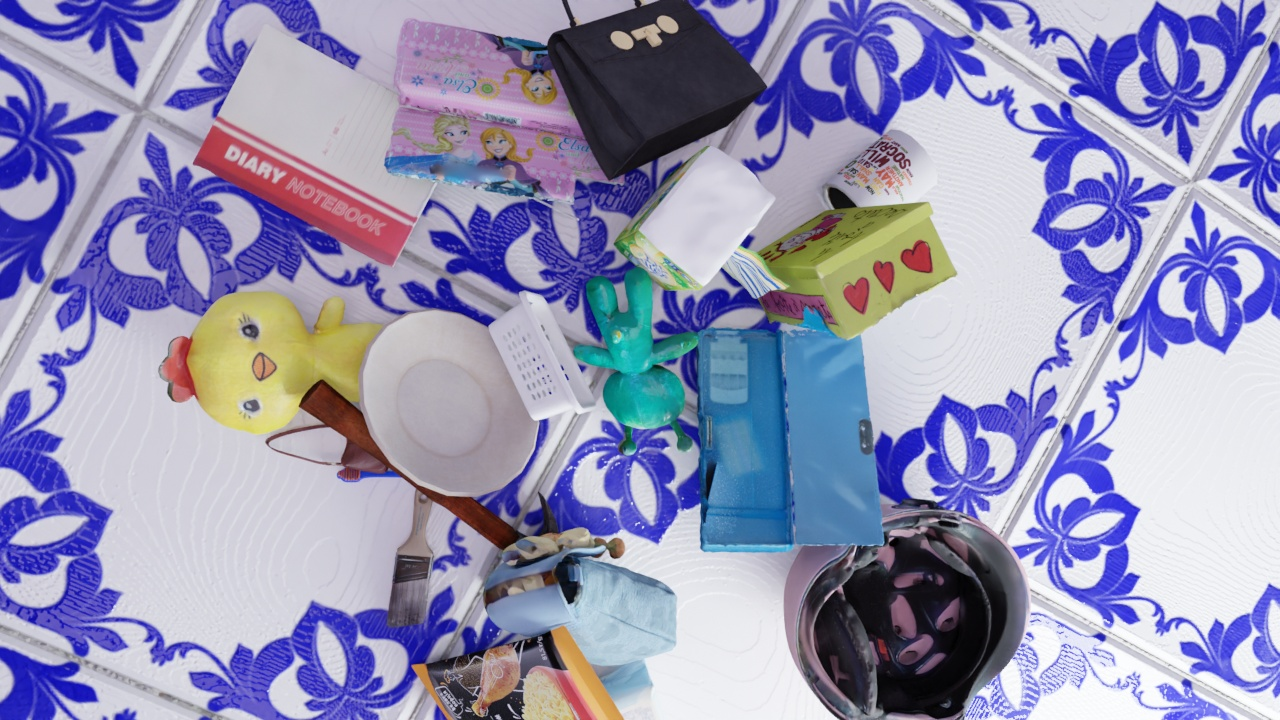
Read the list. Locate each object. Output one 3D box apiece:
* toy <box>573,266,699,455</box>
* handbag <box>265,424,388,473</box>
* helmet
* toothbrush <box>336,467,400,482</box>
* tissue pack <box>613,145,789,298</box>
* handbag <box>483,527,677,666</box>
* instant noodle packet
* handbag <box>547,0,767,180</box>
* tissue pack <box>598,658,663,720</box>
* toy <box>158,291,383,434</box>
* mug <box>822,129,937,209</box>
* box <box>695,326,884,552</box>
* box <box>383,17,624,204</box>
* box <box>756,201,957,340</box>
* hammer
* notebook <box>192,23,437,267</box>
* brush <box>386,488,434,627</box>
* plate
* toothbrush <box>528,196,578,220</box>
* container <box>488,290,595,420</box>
[{"bbox_3d":[-0.005,0.005,0.916,0.131,0.072,0.193,-8,109,17],"label":"toy"},{"bbox_3d":[-0.306,0.082,0.901,0.119,0.029,0.055,2,70,-4],"label":"handbag"},{"bbox_3d":[0.264,0.255,0.954,0.255,0.152,0.230,-14,96,-11],"label":"helmet"},{"bbox_3d":[-0.212,0.113,0.925,0.182,0.018,0.016,0,70,-10],"label":"toothbrush"},{"bbox_3d":[0.068,-0.107,0.863,0.141,0.197,0.120,40,94,-9],"label":"tissue pack"},{"bbox_3d":[-0.052,0.227,0.904,0.191,0.122,0.118,31,47,-37],"label":"handbag"},{"bbox_3d":[-0.113,0.346,0.902,0.221,0.032,0.160,-24,102,33],"label":"instant noodle packet"},{"bbox_3d":[-0.007,-0.297,0.871,0.175,0.072,0.195,-33,89,-36],"label":"handbag"},{"bbox_3d":[-0.022,0.409,0.962,0.112,0.070,0.182,-18,96,-8],"label":"tissue pack"},{"bbox_3d":[-0.332,0.001,0.862,0.207,0.092,0.134,2,101,-20],"label":"toy"},{"bbox_3d":[0.254,-0.171,0.958,0.089,0.073,0.105,-39,126,-5],"label":"mug"},{"bbox_3d":[0.143,0.075,0.911,0.174,0.033,0.231,1,65,2],"label":"box"},{"bbox_3d":[-0.121,-0.232,0.875,0.230,0.035,0.159,8,73,-11],"label":"box"},{"bbox_3d":[0.188,-0.089,0.874,0.124,0.221,0.081,-31,99,-4],"label":"box"},{"bbox_3d":[-0.199,0.120,0.890,0.300,0.028,0.111,43,85,-25],"label":"hammer"},{"bbox_3d":[-0.295,-0.203,0.874,0.208,0.012,0.153,27,91,-5],"label":"notebook"},{"bbox_3d":[-0.230,0.199,0.934,0.039,0.012,0.151,8,93,-10],"label":"brush"},{"bbox_3d":[-0.183,0.041,0.877,0.188,0.027,0.188,21,55,-33],"label":"plate"},{"bbox_3d":[-0.136,-0.177,0.882,0.181,0.010,0.010,27,90,11],"label":"toothbrush"},{"bbox_3d":[-0.098,0.001,0.897,0.049,0.080,0.129,-27,86,8],"label":"container"}]
